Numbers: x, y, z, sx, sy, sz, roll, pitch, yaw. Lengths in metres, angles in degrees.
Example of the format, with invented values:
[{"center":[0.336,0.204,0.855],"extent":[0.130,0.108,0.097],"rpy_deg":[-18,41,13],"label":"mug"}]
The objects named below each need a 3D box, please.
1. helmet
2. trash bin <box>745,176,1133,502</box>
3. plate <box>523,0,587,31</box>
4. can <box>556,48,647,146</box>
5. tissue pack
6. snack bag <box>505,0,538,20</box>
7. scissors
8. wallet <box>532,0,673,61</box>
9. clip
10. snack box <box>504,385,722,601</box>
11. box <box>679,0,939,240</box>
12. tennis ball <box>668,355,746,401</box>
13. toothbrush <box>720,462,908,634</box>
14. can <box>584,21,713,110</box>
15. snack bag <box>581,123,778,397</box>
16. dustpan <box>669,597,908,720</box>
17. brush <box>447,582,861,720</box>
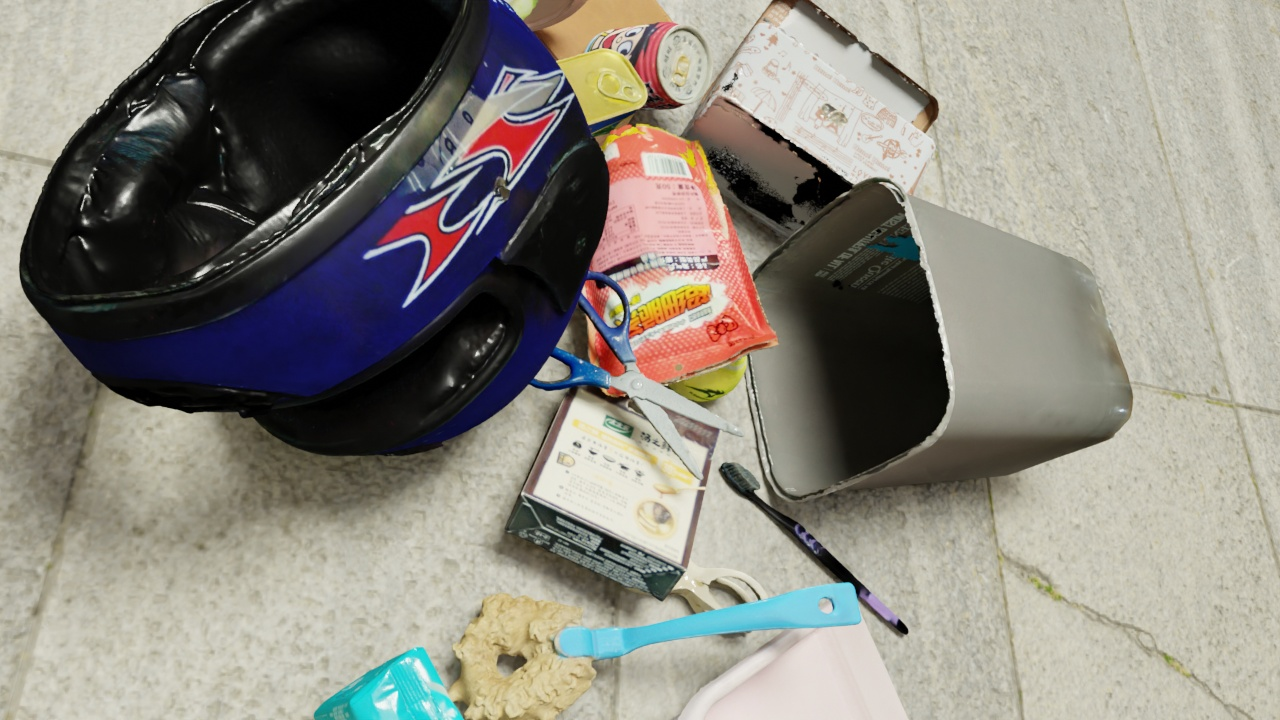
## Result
[{"center":[-0.151,-0.064,0.521],"extent":[0.248,0.241,0.314],"rpy_deg":[3,51,20],"label":"helmet"},{"center":[0.223,-0.004,0.693],"extent":[0.219,0.200,0.198],"rpy_deg":[5,66,-28],"label":"trash bin"},{"center":[-0.132,-0.307,0.652],"extent":[0.229,0.230,0.028],"rpy_deg":[14,73,-17],"label":"plate"},{"center":[-0.057,-0.185,0.711],"extent":[0.101,0.083,0.057],"rpy_deg":[-28,80,-31],"label":"can"},{"center":[-0.121,0.205,0.480],"extent":[0.050,0.134,0.093],"rpy_deg":[-28,84,-35],"label":"tissue pack"},{"center":[-0.138,-0.227,0.641],"extent":[0.110,0.191,0.038],"rpy_deg":[9,42,-25],"label":"snack bag"},{"center":[-0.017,0.012,0.604],"extent":[0.156,0.012,0.165],"rpy_deg":[-13,66,2],"label":"scissors"},{"center":[-0.044,-0.299,0.799],"extent":[0.131,0.031,0.108],"rpy_deg":[-37,88,-31],"label":"wallet"},{"center":[0.040,0.154,0.632],"extent":[0.100,0.035,0.071],"rpy_deg":[26,60,-1],"label":"clip"},{"center":[-0.014,0.078,0.611],"extent":[0.113,0.053,0.125],"rpy_deg":[26,38,-5],"label":"snack box"},{"center":[0.153,-0.207,0.767],"extent":[0.183,0.155,0.187],"rpy_deg":[33,73,-8],"label":"box"},{"center":[0.046,-0.002,0.683],"extent":[0.065,0.066,0.065],"rpy_deg":[9,64,-19],"label":"tennis ball"},{"center":[0.132,0.139,0.684],"extent":[0.189,0.017,0.014],"rpy_deg":[42,44,-1],"label":"toothbrush"},{"center":[0.006,-0.237,0.744],"extent":[0.066,0.094,0.066],"rpy_deg":[-12,108,-40],"label":"can"},{"center":[0.013,-0.076,0.671],"extent":[0.128,0.073,0.207],"rpy_deg":[-14,59,1],"label":"snack bag"},{"center":[0.117,0.277,0.545],"extent":[0.272,0.139,0.222],"rpy_deg":[-18,74,-28],"label":"dustpan"},{"center":[0.006,0.167,0.553],"extent":[0.255,0.046,0.083],"rpy_deg":[-10,61,1],"label":"brush"}]
